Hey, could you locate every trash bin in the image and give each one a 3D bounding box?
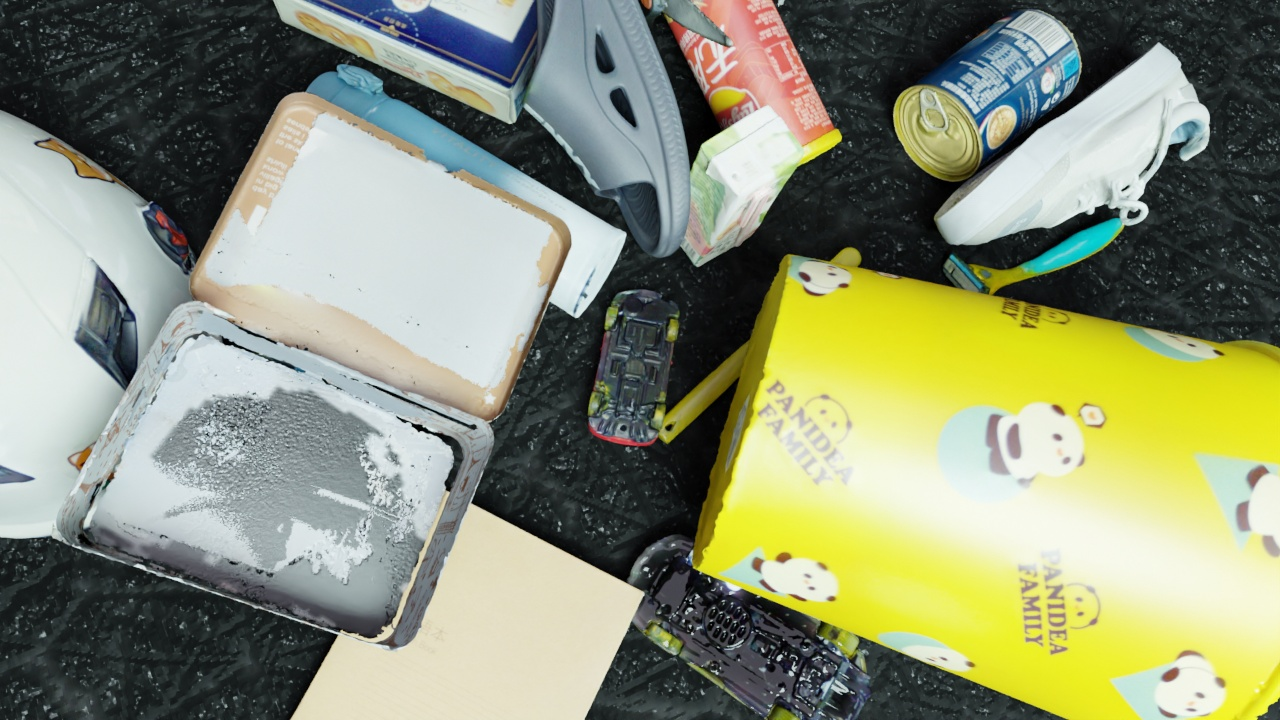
[{"bbox_3d":[0.176,0.064,0.504,0.255,0.230,0.229,17,74,3],"label":"trash bin"}]

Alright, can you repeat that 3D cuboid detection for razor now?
[{"bbox_3d":[0.282,-0.073,0.647,0.132,0.028,0.043,-20,47,-9],"label":"razor"}]

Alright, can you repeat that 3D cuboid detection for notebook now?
[{"bbox_3d":[-0.111,0.196,0.524,0.149,0.012,0.211,26,76,5],"label":"notebook"}]

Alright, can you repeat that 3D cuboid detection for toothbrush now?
[{"bbox_3d":[0.080,-0.012,0.615,0.190,0.017,0.015,-42,84,-13],"label":"toothbrush"}]

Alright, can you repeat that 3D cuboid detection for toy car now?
[{"bbox_3d":[-0.003,0.003,0.592,0.049,0.031,0.106,10,67,-2],"label":"toy car"},{"bbox_3d":[0.063,0.165,0.551,0.158,0.042,0.070,33,74,10],"label":"toy car"}]

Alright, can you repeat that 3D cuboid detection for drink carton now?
[{"bbox_3d":[0.058,-0.105,0.581,0.053,0.123,0.045,-33,83,-15],"label":"drink carton"}]

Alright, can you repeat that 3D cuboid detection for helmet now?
[{"bbox_3d":[-0.377,-0.037,0.495,0.229,0.157,0.274,-43,84,-15],"label":"helmet"}]

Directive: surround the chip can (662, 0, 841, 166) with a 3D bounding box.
[{"bbox_3d":[0.056,-0.225,0.610,0.073,0.073,0.216,-29,97,-13],"label":"chip can"}]

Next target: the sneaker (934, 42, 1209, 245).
[{"bbox_3d":[0.308,-0.129,0.640,0.241,0.090,0.090,-34,86,-20],"label":"sneaker"}]

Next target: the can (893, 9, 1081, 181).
[{"bbox_3d":[0.246,-0.189,0.649,0.111,0.075,0.075,-38,82,-15],"label":"can"}]

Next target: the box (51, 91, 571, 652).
[{"bbox_3d":[-0.160,0.005,0.498,0.177,0.082,0.260,25,71,-17],"label":"box"}]

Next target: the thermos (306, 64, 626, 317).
[{"bbox_3d":[-0.117,-0.110,0.591,0.220,0.070,0.070,32,74,2],"label":"thermos"}]

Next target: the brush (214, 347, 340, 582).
[{"bbox_3d":[-0.211,0.061,0.543,0.073,0.055,0.143,15,73,-22],"label":"brush"}]

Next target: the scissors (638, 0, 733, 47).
[{"bbox_3d":[0.006,-0.220,0.563,0.021,0.205,0.224,-21,60,-12],"label":"scissors"}]

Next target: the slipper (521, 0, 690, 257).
[{"bbox_3d":[-0.043,-0.188,0.580,0.083,0.111,0.268,-18,93,-12],"label":"slipper"}]

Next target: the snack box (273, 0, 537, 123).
[{"bbox_3d":[-0.135,-0.284,0.646,0.178,0.046,0.182,24,74,-1],"label":"snack box"}]

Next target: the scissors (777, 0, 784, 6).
[{"bbox_3d":[0.117,-0.317,0.644,0.014,0.159,0.181,1,76,37],"label":"scissors"}]
